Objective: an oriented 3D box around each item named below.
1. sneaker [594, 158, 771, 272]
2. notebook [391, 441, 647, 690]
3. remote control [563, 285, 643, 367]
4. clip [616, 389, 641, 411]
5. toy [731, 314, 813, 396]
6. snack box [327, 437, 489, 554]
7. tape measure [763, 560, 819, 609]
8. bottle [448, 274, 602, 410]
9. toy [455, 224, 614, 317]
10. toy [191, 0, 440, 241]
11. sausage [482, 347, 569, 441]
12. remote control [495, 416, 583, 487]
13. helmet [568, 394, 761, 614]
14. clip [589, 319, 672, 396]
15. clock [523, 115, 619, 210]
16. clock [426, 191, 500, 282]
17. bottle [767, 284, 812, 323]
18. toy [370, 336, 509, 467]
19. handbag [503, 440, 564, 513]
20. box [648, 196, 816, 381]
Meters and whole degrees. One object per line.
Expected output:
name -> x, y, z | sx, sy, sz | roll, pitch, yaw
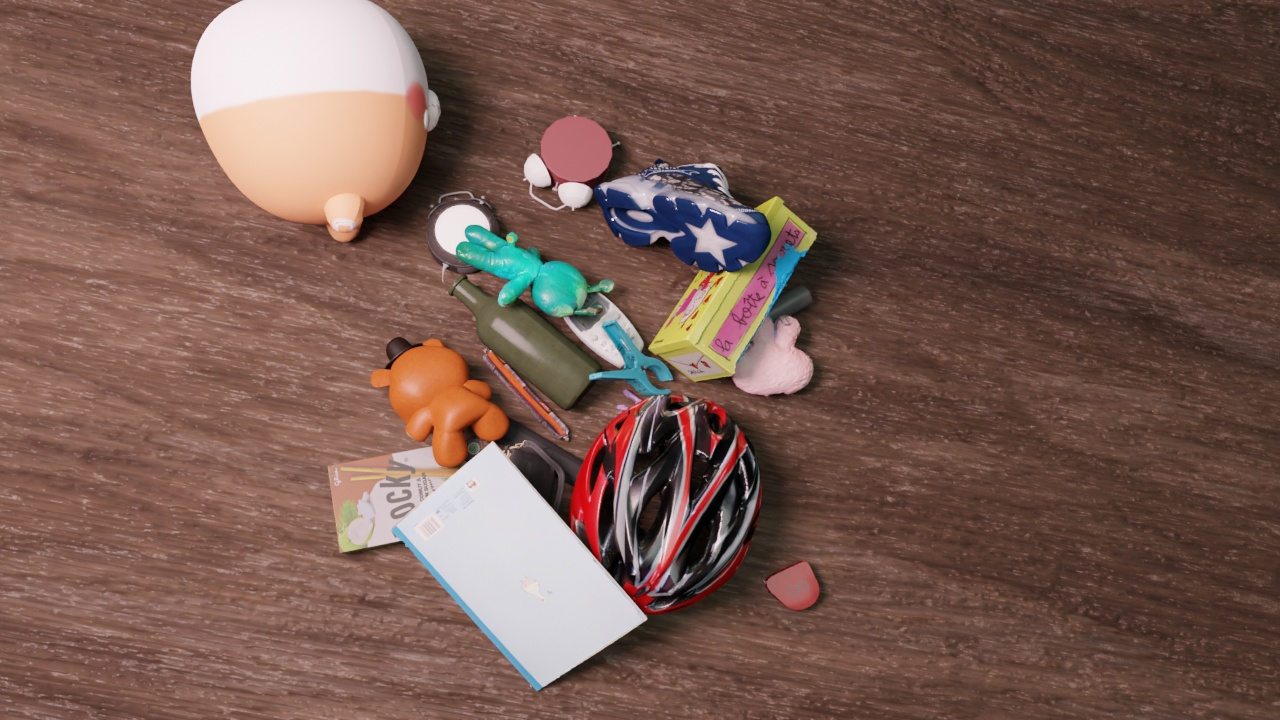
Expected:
sneaker -> 0.070, -0.195, 1.116 | 0.132, 0.270, 0.103 | -41, 129, -22
notebook -> -0.138, 0.233, 1.011 | 0.181, 0.009, 0.253 | -39, 94, 24
remote control -> -0.047, -0.041, 1.154 | 0.060, 0.028, 0.114 | -43, 85, -15
clip -> -0.005, 0.052, 1.145 | 0.051, 0.014, 0.045 | -3, 74, -5
toy -> 0.166, -0.008, 1.154 | 0.108, 0.053, 0.105 | 3, 90, -10
snack box -> -0.262, 0.157, 1.075 | 0.186, 0.032, 0.101 | -10, 78, -10
tape measure -> 0.185, 0.277, 1.112 | 0.059, 0.019, 0.051 | -23, 82, -5
bottle -> -0.145, -0.028, 1.116 | 0.207, 0.071, 0.071 | 39, 75, 3
toy -> -0.127, -0.107, 1.103 | 0.193, 0.073, 0.130 | 26, 37, -11
toy -> -0.365, -0.282, 1.057 | 0.265, 0.263, 0.281 | -11, 96, -18
sausage -> -0.142, 0.042, 1.126 | 0.020, 0.020, 0.155 | -43, 85, -15
remote control -> -0.118, 0.112, 1.114 | 0.147, 0.015, 0.033 | 30, 74, 1
helmet -> 0.039, 0.155, 1.062 | 0.217, 0.167, 0.271 | 28, 62, -9
clip -> -0.009, 0.018, 1.112 | 0.120, 0.027, 0.103 | 27, 68, -39
clock -> -0.091, -0.256, 1.190 | 0.096, 0.048, 0.137 | 32, 75, 1
clock -> -0.223, -0.162, 1.152 | 0.091, 0.044, 0.122 | -12, 78, -10
bottle -> 0.167, -0.059, 1.185 | 0.113, 0.030, 0.030 | -29, 82, -13
toy -> -0.238, 0.038, 1.074 | 0.112, 0.096, 0.176 | -32, 77, -28
handbag -> -0.136, 0.156, 1.056 | 0.079, 0.054, 0.128 | 26, 67, -45
box -> 0.114, -0.087, 1.133 | 0.080, 0.124, 0.220 | 35, 76, -15
